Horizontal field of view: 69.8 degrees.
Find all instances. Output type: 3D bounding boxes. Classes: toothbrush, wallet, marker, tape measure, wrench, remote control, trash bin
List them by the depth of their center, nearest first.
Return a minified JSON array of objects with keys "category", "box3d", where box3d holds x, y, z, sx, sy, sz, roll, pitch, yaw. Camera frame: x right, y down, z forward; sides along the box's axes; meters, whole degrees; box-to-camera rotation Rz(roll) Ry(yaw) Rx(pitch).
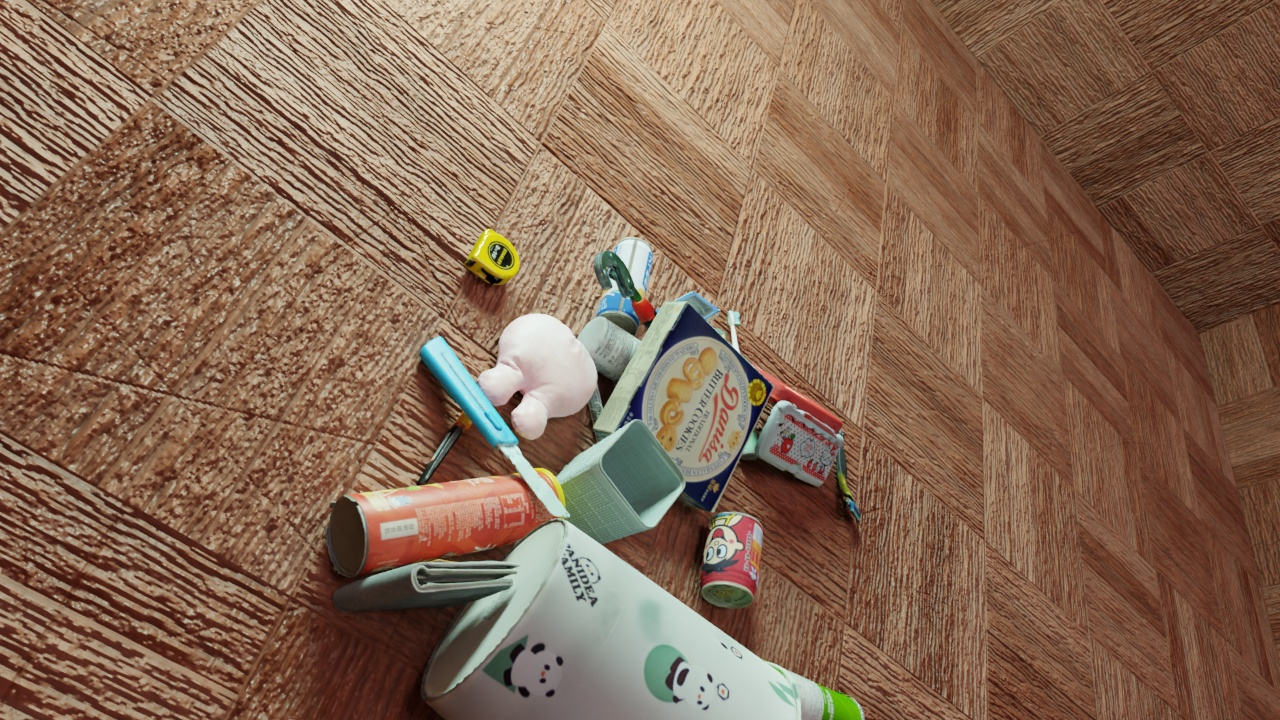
[{"category":"wallet","box3d":[-0.175,0.184,0.758,0.106,0.130,0.037,10,65,-43]},{"category":"trash bin","box3d":[-0.032,0.285,0.785,0.252,0.230,0.228,42,43,-12]},{"category":"marker","box3d":[-0.185,0.078,0.898,0.015,0.018,0.123,41,45,-14]},{"category":"tape measure","box3d":[-0.165,-0.112,1.023,0.057,0.029,0.059,38,45,-22]},{"category":"marker","box3d":[-0.045,0.080,1.041,0.016,0.017,0.145,5,64,-44]},{"category":"wrench","box3d":[0.015,-0.043,1.107,0.273,0.016,0.056,50,36,-45]},{"category":"remote control","box3d":[0.057,-0.058,1.213,0.049,0.024,0.124,39,36,16]},{"category":"toothbrush","box3d":[0.135,0.029,1.248,0.027,0.027,0.224,6,61,-19]}]

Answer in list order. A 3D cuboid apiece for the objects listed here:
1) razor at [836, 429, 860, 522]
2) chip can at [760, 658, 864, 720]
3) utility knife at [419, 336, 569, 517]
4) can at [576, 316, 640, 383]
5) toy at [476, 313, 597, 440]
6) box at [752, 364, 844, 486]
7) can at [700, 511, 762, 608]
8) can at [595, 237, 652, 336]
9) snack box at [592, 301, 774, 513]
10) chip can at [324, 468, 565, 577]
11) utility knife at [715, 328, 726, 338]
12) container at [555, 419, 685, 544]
[{"category":"razor","box3d":[0.295,0.163,1.333,0.043,0.022,0.142,52,29,-52]},{"category":"chip can","box3d":[0.149,0.375,1.019,0.236,0.072,0.072,32,48,-29]},{"category":"utility knife","box3d":[-0.142,0.064,0.889,0.034,0.018,0.234,-17,59,-49]},{"category":"can","box3d":[-0.006,0.006,1.091,0.146,0.058,0.058,32,48,-29]},{"category":"toy","box3d":[-0.111,0.016,0.982,0.121,0.054,0.159,47,39,-4]},{"category":"box","box3d":[0.198,0.092,1.242,0.110,0.100,0.201,37,6,40]},{"category":"can","box3d":[0.106,0.232,1.064,0.066,0.067,0.093,35,46,-26]},{"category":"can","box3d":[-0.019,-0.090,1.140,0.053,0.053,0.134,35,46,-26]},{"category":"snack box","box3d":[0.056,0.054,1.069,0.182,0.046,0.177,40,69,-31]},{"category":"chip can","box3d":[-0.170,0.144,0.833,0.216,0.073,0.073,-2,69,-46]},{"category":"utility knife","box3d":[0.088,0.010,1.199,0.031,0.021,0.201,31,39,-7]},{"category":"container","box3d":[-0.032,0.132,0.949,0.090,0.112,0.089,53,42,-7]}]
